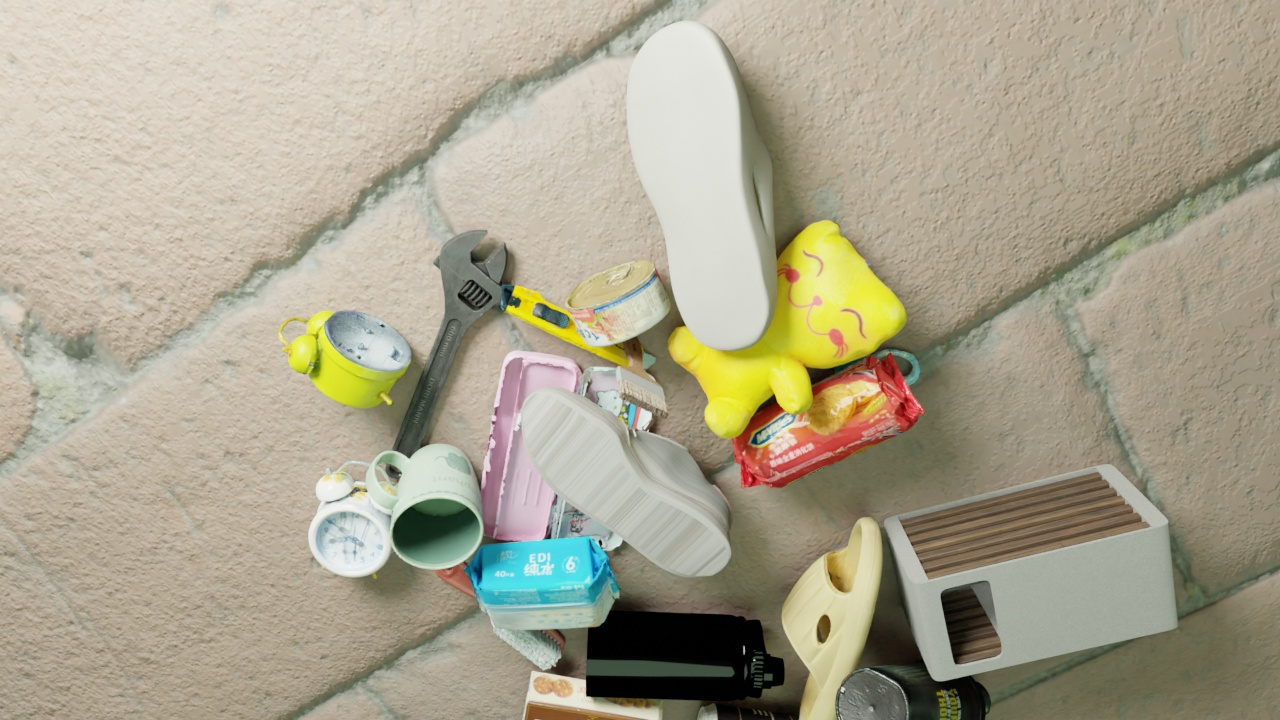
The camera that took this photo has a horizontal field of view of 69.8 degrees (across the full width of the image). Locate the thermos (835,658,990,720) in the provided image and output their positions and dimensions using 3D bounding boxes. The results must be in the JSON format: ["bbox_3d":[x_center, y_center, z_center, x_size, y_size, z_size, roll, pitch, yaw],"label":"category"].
[{"bbox_3d":[0.269,0.343,0.909,0.098,0.098,0.220,-46,143,16],"label":"thermos"}]

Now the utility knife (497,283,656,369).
[{"bbox_3d":[-0.057,-0.029,0.841,0.159,0.017,0.030,26,74,-19],"label":"utility knife"}]

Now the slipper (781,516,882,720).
[{"bbox_3d":[0.179,0.277,0.920,0.079,0.111,0.262,11,110,4],"label":"slipper"}]

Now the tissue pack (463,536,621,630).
[{"bbox_3d":[-0.092,0.219,0.903,0.144,0.061,0.093,-3,138,4],"label":"tissue pack"}]

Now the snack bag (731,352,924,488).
[{"bbox_3d":[0.167,0.058,0.845,0.177,0.082,0.082,-28,109,18],"label":"snack bag"}]

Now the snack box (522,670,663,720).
[{"bbox_3d":[-0.059,0.407,0.995,0.143,0.041,0.147,10,124,-3],"label":"snack box"}]

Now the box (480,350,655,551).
[{"bbox_3d":[-0.074,0.092,0.890,0.152,0.037,0.201,8,112,-13],"label":"box"}]

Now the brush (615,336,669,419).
[{"bbox_3d":[-0.005,0.005,0.794,0.045,0.143,0.008,26,111,-19],"label":"brush"}]

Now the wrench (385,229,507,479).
[{"bbox_3d":[-0.189,0.001,0.861,0.073,0.018,0.274,19,113,-16],"label":"wrench"}]

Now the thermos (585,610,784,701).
[{"bbox_3d":[0.045,0.304,0.944,0.198,0.086,0.086,2,112,-1],"label":"thermos"}]

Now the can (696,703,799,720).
[{"bbox_3d":[0.127,0.418,0.997,0.128,0.071,0.072,10,111,-3],"label":"can"}]

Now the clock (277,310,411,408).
[{"bbox_3d":[-0.266,-0.008,0.825,0.119,0.083,0.057,30,115,-13],"label":"clock"}]

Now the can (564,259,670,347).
[{"bbox_3d":[-0.019,-0.051,0.804,0.086,0.086,0.043,-22,112,9],"label":"can"}]

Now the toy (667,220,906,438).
[{"bbox_3d":[0.129,-0.018,0.809,0.194,0.087,0.134,-39,65,14],"label":"toy"}]

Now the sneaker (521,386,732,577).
[{"bbox_3d":[-0.007,0.099,0.855,0.236,0.089,0.099,42,116,-8],"label":"sneaker"}]

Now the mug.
[{"bbox_3d":[-0.202,0.124,0.856,0.111,0.104,0.084,29,110,-24],"label":"mug"}]

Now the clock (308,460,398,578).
[{"bbox_3d":[-0.279,0.155,0.908,0.089,0.052,0.125,11,108,-3],"label":"clock"}]

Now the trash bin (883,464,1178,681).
[{"bbox_3d":[0.370,0.203,0.886,0.229,0.114,0.114,-15,111,6],"label":"trash bin"}]

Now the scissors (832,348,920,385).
[{"bbox_3d":[0.186,0.009,0.866,0.140,0.013,0.118,25,114,-9],"label":"scissors"}]

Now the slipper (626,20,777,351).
[{"bbox_3d":[0.067,-0.143,0.770,0.113,0.080,0.266,-11,96,40],"label":"slipper"}]

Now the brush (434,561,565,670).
[{"bbox_3d":[-0.148,0.265,0.961,0.172,0.030,0.041,43,106,-14],"label":"brush"}]
